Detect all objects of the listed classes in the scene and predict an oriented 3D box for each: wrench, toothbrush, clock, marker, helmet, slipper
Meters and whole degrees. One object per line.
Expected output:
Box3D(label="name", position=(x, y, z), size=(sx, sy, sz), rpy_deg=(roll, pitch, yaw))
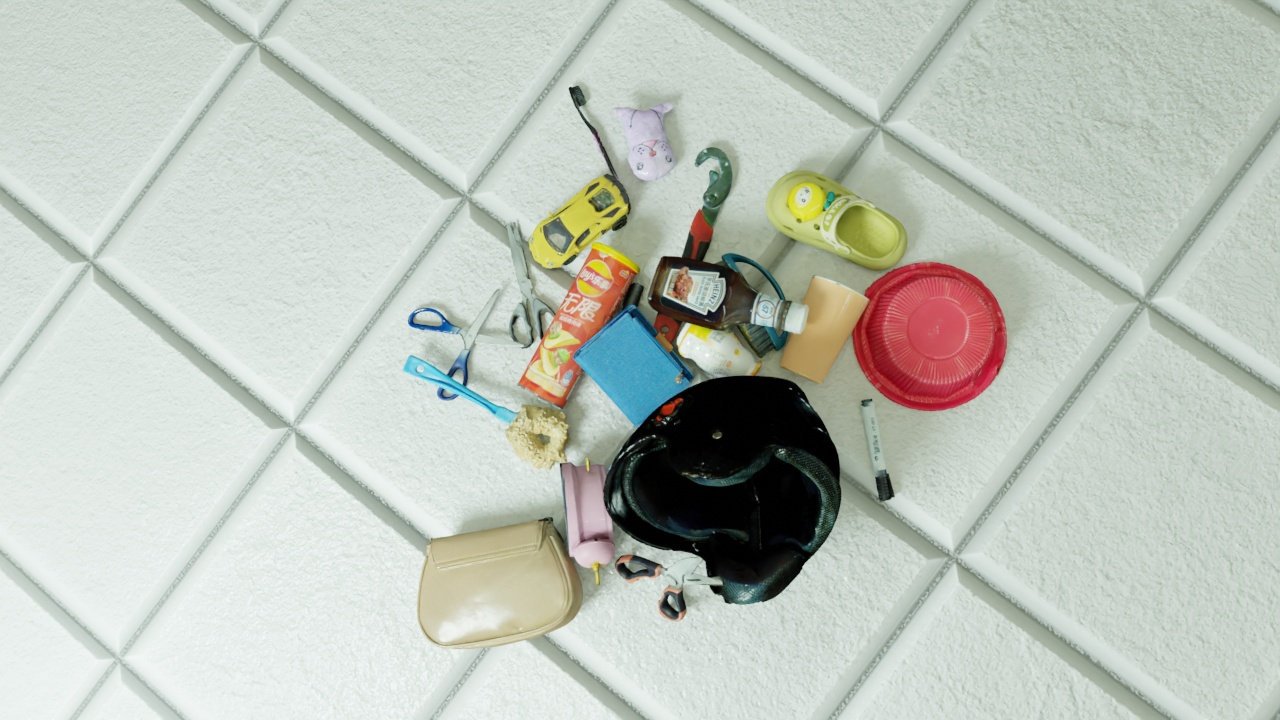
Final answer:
Box3D(label="wrench", position=(0.069, -0.151, 1.218), size=(0.056, 0.016, 0.273), rpy_deg=(16, 87, 8))
Box3D(label="toothbrush", position=(-0.052, -0.293, 1.249), size=(0.017, 0.014, 0.189), rpy_deg=(-25, 83, -10))
Box3D(label="clock", position=(-0.065, 0.203, 1.152), size=(0.060, 0.117, 0.158), rpy_deg=(-5, 82, -5))
Box3D(label="marker", position=(-0.027, -0.040, 1.218), size=(0.022, 0.020, 0.132), rpy_deg=(19, 86, 25))
Box3D(label="marker", position=(0.301, 0.113, 1.164), size=(0.022, 0.018, 0.130), rpy_deg=(-8, 84, -3))
Box3D(label="helmet", position=(0.101, 0.133, 1.083), size=(0.275, 0.229, 0.234), rpy_deg=(-3, 126, 21))
Box3D(label="slipper", position=(0.254, -0.184, 1.168), size=(0.190, 0.081, 0.091), rpy_deg=(28, 86, 6))

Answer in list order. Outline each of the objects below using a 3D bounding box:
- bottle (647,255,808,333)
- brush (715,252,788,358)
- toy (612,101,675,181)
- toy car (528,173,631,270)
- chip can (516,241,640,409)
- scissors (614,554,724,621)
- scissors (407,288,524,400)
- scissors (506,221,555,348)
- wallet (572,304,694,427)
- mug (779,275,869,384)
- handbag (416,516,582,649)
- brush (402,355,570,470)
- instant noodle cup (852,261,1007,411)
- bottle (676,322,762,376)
Box3D(label="bottle", position=(0.109, -0.074, 1.136), size=(0.195, 0.044, 0.079), rpy_deg=(16, 80, 16))
Box3D(label="brush", position=(0.147, -0.077, 1.182), size=(0.073, 0.055, 0.144), rpy_deg=(-29, 81, 5))
Box3D(label="toy", position=(0.013, -0.292, 1.228), size=(0.084, 0.039, 0.108), rpy_deg=(-10, 82, -5))
Box3D(label="toy car", position=(-0.082, -0.183, 1.228), size=(0.156, 0.041, 0.071), rpy_deg=(-37, 80, 4))
Box3D(label="chip can", position=(-0.080, -0.044, 1.199), size=(0.073, 0.073, 0.216), rpy_deg=(28, 89, 9))
Box3D(label="scissors", position=(0.037, 0.268, 1.099), size=(0.196, 0.216, 0.015), rpy_deg=(23, 52, 37))
Box3D(label="scissors", position=(-0.240, -0.023, 1.241), size=(0.173, 0.012, 0.162), rpy_deg=(10, 89, 12))
Box3D(label="scissors", position=(-0.148, -0.104, 1.244), size=(0.137, 0.014, 0.174), rpy_deg=(20, 86, 10))
Box3D(label="wallet", position=(-0.007, 0.007, 1.178), size=(0.106, 0.040, 0.133), rpy_deg=(-41, 112, 2))
Box3D(label="mug", position=(0.227, -0.037, 1.161), size=(0.078, 0.078, 0.123), rpy_deg=(26, 93, 9))
Box3D(label="handbag", position=(-0.179, 0.286, 1.169), size=(0.204, 0.100, 0.147), rpy_deg=(-11, 76, 6))
Box3D(label="brush", position=(-0.201, 0.061, 1.214), size=(0.255, 0.046, 0.083), rpy_deg=(28, 95, 7))
Box3D(label="instant noodle cup", position=(0.365, -0.034, 1.147), size=(0.194, 0.066, 0.193), rpy_deg=(-1, 84, 8))
Box3D(label="bottle", position=(0.102, -0.011, 1.176), size=(0.108, 0.063, 0.063), rpy_deg=(33, 89, 9))
